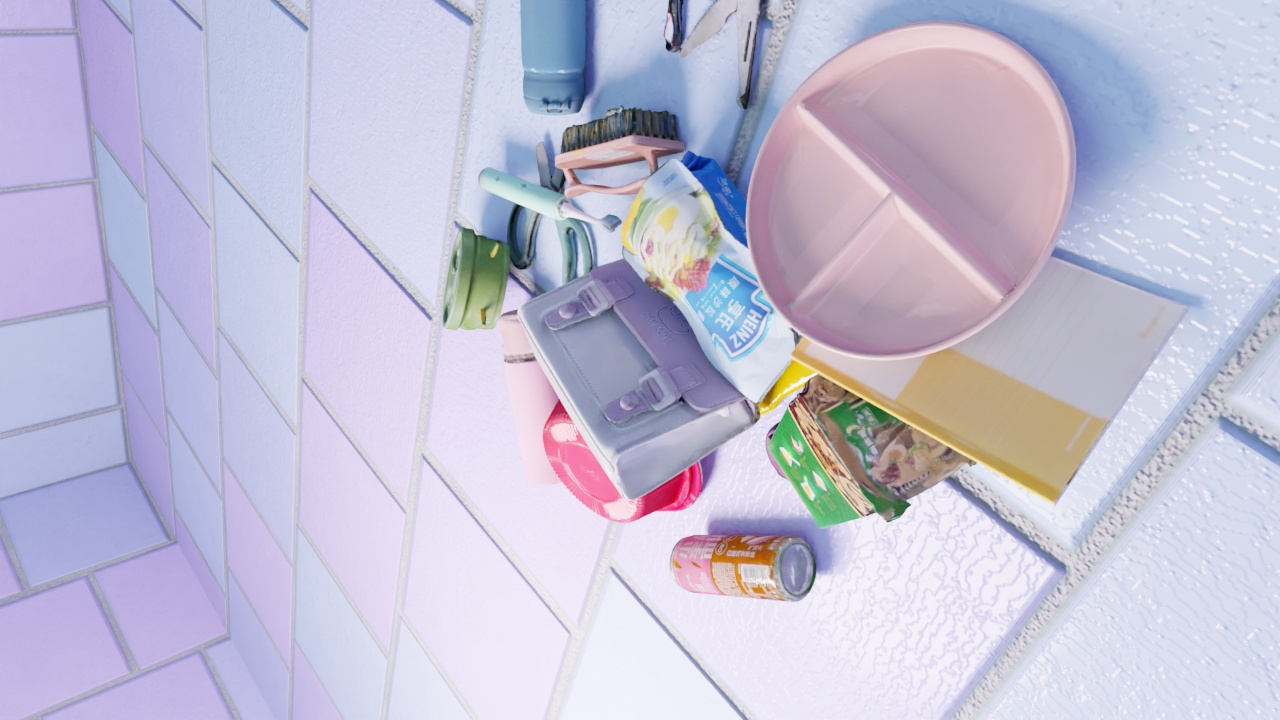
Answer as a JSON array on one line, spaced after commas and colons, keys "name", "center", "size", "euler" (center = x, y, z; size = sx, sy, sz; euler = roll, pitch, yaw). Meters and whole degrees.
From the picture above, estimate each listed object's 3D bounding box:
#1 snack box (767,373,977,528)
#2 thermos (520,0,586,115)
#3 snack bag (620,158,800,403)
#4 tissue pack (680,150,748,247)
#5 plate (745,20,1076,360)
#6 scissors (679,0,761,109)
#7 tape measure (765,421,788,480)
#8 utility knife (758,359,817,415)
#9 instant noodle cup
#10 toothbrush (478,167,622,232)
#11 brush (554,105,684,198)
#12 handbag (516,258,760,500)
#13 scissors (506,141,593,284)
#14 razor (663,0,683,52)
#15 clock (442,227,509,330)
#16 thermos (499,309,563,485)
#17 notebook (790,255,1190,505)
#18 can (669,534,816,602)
[{"name": "snack box", "center": [0.169, 0.067, 0.703], "size": [0.117, 0.118, 0.106], "euler": [58, 152, 16]}, {"name": "thermos", "center": [-0.083, -0.342, 0.861], "size": [0.070, 0.070, 0.221], "euler": [25, 123, 42]}, {"name": "snack bag", "center": [0.059, -0.065, 0.742], "size": [0.191, 0.038, 0.111], "euler": [51, 126, 21]}, {"name": "tissue pack", "center": [0.066, -0.095, 0.793], "size": [0.157, 0.052, 0.095], "euler": [58, 141, 15]}, {"name": "plate", "center": [0.174, -0.112, 0.621], "size": [0.230, 0.028, 0.229], "euler": [-7, 79, 39]}, {"name": "scissors", "center": [0.092, -0.309, 0.706], "size": [0.223, 0.015, 0.189], "euler": [-21, 88, 50]}, {"name": "tape measure", "center": [0.138, 0.075, 0.786], "size": [0.057, 0.039, 0.058], "euler": [-2, 110, 58]}, {"name": "utility knife", "center": [0.127, 0.018, 0.796], "size": [0.155, 0.015, 0.033], "euler": [-34, 84, 49]}, {"name": "instant noodle cup", "center": [-0.031, 0.096, 0.929], "size": [0.194, 0.065, 0.194], "euler": [29, 142, 26]}, {"name": "toothbrush", "center": [-0.099, -0.165, 0.949], "size": [0.225, 0.027, 0.026], "euler": [28, 154, 42]}, {"name": "brush", "center": [-0.029, -0.190, 0.858], "size": [0.146, 0.063, 0.073], "euler": [1, 95, 50]}, {"name": "handbag", "center": [-0.005, 0.005, 0.823], "size": [0.197, 0.144, 0.098], "euler": [55, 166, 34]}, {"name": "scissors", "center": [-0.108, -0.149, 1.002], "size": [0.179, 0.019, 0.173], "euler": [-1, 105, 50]}, {"name": "razor", "center": [0.034, -0.329, 0.763], "size": [0.043, 0.022, 0.143], "euler": [36, 130, 38]}, {"name": "clock", "center": [-0.191, -0.090, 1.053], "size": [0.161, 0.056, 0.116], "euler": [-163, 84, -72]}, {"name": "thermos", "center": [-0.118, 0.038, 1.056], "size": [0.087, 0.067, 0.198], "euler": [-146, 45, -76]}, {"name": "notebook", "center": [0.219, -0.017, 0.609], "size": [0.206, 0.010, 0.146], "euler": [34, 87, 37]}, {"name": "can", "center": [0.094, 0.195, 0.868], "size": [0.148, 0.057, 0.058], "euler": [-12, 95, 51]}]
